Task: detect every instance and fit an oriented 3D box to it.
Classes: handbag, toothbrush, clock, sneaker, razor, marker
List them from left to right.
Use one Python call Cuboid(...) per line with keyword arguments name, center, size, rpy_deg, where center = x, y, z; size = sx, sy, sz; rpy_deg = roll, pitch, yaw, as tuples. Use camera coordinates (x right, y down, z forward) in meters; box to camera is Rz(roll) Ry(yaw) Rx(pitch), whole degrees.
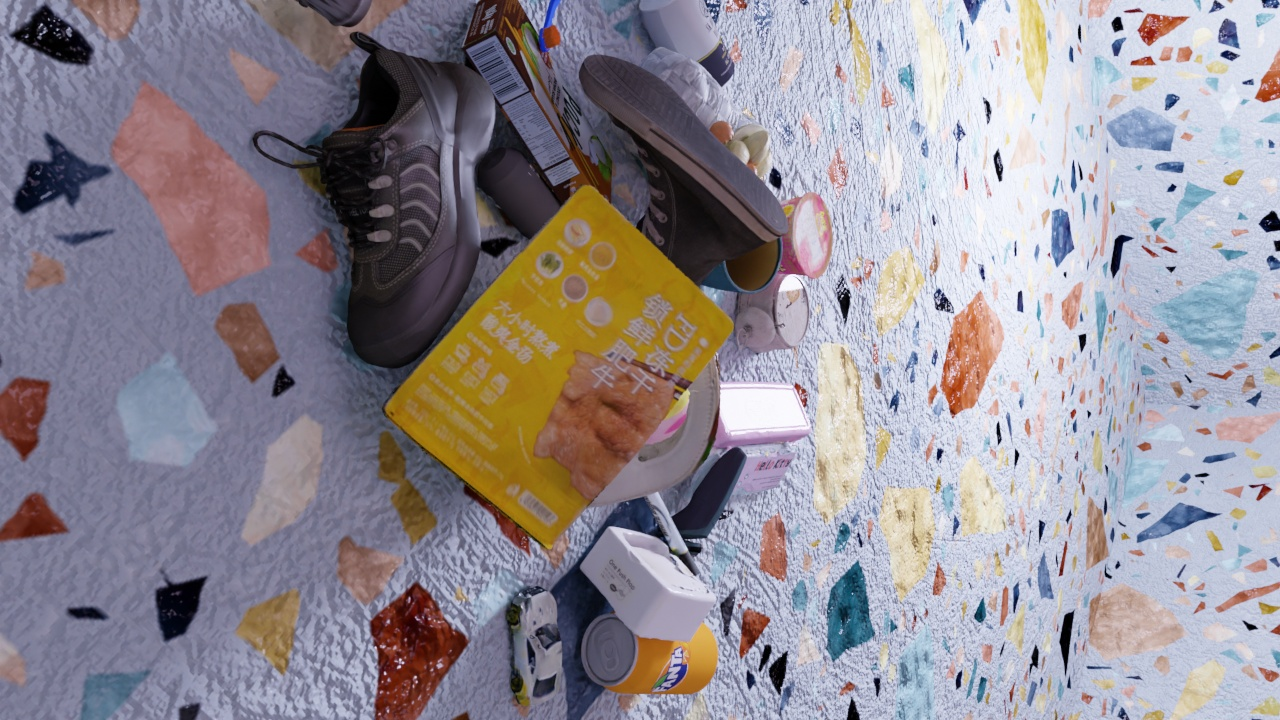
Cuboid(name="sneaker", center=(-0.187, -0.121, 0.645), size=(0.142, 0.101, 0.237), rpy_deg=(20, 76, -48))
Cuboid(name="toothbrush", center=(-0.068, -0.341, 0.822), size=(0.016, 0.018, 0.182), rpy_deg=(48, 42, -48))
Cuboid(name="handbag", center=(-0.033, 0.023, 0.773), size=(0.093, 0.199, 0.201), rpy_deg=(-84, 171, -80))
Cuboid(name="sneaker", center=(0.014, -0.167, 0.841), size=(0.234, 0.120, 0.095), rpy_deg=(39, 34, -22))
Cuboid(name="marker", center=(0.021, 0.159, 0.946), size=(0.017, 0.017, 0.146), rpy_deg=(-31, 95, -47))
Cuboid(name="handbag", center=(0.058, -0.226, 0.927), size=(0.171, 0.123, 0.112), rpy_deg=(28, 103, -46))
Cuboid(name="razor", center=(0.068, 0.154, 0.987), size=(0.142, 0.052, 0.047), rpy_deg=(-56, 157, -7))
Cuboid(name="clock", center=(0.159, -0.052, 1.110), size=(0.156, 0.061, 0.103), rpy_deg=(-36, 119, -47))

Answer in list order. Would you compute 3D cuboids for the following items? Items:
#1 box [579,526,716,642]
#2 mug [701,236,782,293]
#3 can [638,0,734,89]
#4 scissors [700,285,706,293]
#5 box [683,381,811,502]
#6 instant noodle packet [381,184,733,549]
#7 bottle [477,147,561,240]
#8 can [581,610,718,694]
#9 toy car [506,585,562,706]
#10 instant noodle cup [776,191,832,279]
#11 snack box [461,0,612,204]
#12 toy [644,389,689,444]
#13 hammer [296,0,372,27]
Cuboid(name="box", center=(0.015, 0.209, 0.887), size=(0.102, 0.107, 0.076), rpy_deg=(24, 104, -47))
Cuboid(name="mug", center=(0.074, -0.121, 0.964), size=(0.112, 0.104, 0.084), rpy_deg=(25, 83, -35))
Cuboid(name="can", center=(0.047, -0.339, 0.957), size=(0.127, 0.064, 0.064), rpy_deg=(54, 52, -37))
Cuboid(name="scissors", center=(0.079, -0.153, 1.046), size=(0.078, 0.033, 0.175), rpy_deg=(5, 91, -53))
Cuboid(name="box", center=(0.131, 0.094, 1.076), size=(0.201, 0.073, 0.150), rpy_deg=(2, 90, -50))
Cuboid(name="instant noodle packet", center=(-0.057, 0.002, 0.691), size=(0.163, 0.084, 0.221), rpy_deg=(42, 90, -11))
Cuboid(name="bottle", center=(-0.096, -0.136, 0.799), size=(0.112, 0.047, 0.046), rpy_deg=(49, 55, -41))
Cuboid(name="can", center=(0.011, 0.294, 0.923), size=(0.142, 0.079, 0.079), rpy_deg=(25, 72, -49))
Cuboid(name="toy car", center=(-0.093, 0.260, 0.831), size=(0.047, 0.033, 0.105), rpy_deg=(-9, 97, -49))
Cuboid(name="instant noodle cup", center=(0.152, -0.141, 1.060), size=(0.097, 0.109, 0.097), rpy_deg=(-2, 93, -52))
Cuboid(name="snack box", center=(-0.082, -0.215, 0.790), size=(0.186, 0.032, 0.100), rpy_deg=(56, 21, -36))
Cuboid(name="toy", center=(-0.005, 0.005, 0.884), size=(0.189, 0.088, 0.238), rpy_deg=(-54, 131, -20))
Cuboid(name="hammer", center=(-0.289, -0.289, 0.508), size=(0.324, 0.101, 0.190), rpy_deg=(26, 71, -49))
